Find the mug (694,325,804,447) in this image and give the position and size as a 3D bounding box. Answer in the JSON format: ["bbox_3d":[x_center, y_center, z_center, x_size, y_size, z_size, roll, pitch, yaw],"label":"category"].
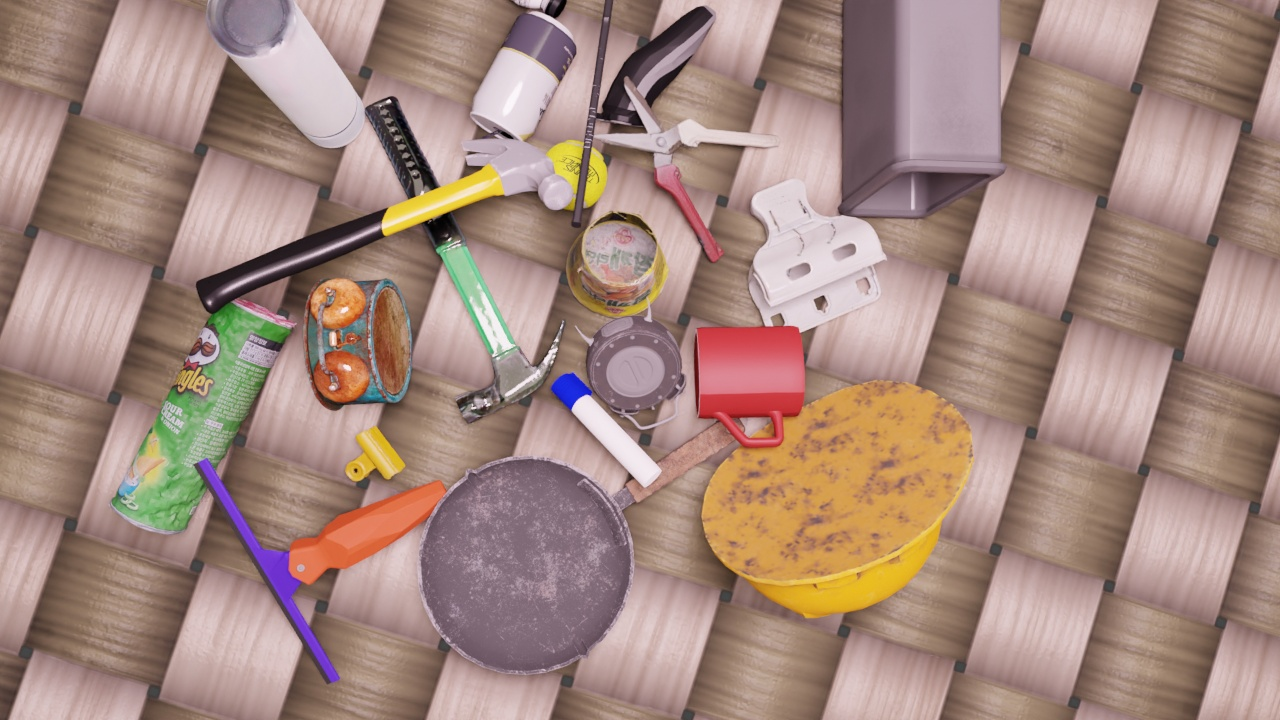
[{"bbox_3d":[0.101,0.026,0.869,0.096,0.080,0.116,-1,67,0],"label":"mug"}]

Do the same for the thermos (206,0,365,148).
[{"bbox_3d":[-0.294,-0.247,0.787,0.068,0.230,0.068,0,86,-3],"label":"thermos"}]

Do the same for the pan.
[{"bbox_3d":[-0.044,0.152,0.891,0.356,0.040,0.207,-32,89,-11],"label":"pan"}]

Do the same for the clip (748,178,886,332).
[{"bbox_3d":[0.163,-0.106,0.890,0.126,0.110,0.151,-22,101,-7],"label":"clip"}]

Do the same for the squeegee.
[{"bbox_3d":[-0.267,0.164,0.859,0.184,0.055,0.249,-27,106,-12],"label":"squeegee"}]

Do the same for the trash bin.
[{"bbox_3d":[0.251,-0.259,0.842,0.097,0.192,0.219,1,87,-4],"label":"trash bin"}]

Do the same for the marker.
[{"bbox_3d":[-0.032,0.065,0.876,0.133,0.023,0.027,45,47,18],"label":"marker"}]

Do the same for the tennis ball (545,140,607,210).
[{"bbox_3d":[-0.065,-0.177,0.882,0.065,0.065,0.065,0,89,-4],"label":"tennis ball"}]

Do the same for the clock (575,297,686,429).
[{"bbox_3d":[-0.005,0.005,0.884,0.091,0.043,0.123,-21,118,4],"label":"clock"}]

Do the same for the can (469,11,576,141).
[{"bbox_3d":[-0.115,-0.265,0.881,0.064,0.064,0.127,28,87,-3],"label":"can"}]

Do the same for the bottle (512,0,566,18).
[{"bbox_3d":[-0.125,-0.376,0.895,0.116,0.041,0.041,34,87,-2],"label":"bottle"}]

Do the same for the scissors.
[{"bbox_3d":[0.056,-0.198,0.893,0.179,0.015,0.199,-32,109,-16],"label":"scissors"}]

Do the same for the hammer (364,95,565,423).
[{"bbox_3d":[-0.181,-0.108,0.891,0.130,0.032,0.318,-27,90,-3],"label":"hammer"}]

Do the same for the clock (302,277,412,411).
[{"bbox_3d":[-0.263,-0.016,0.820,0.073,0.157,0.121,-3,89,3],"label":"clock"}]

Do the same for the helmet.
[{"bbox_3d":[0.189,0.147,0.848,0.255,0.205,0.131,-34,127,-17],"label":"helmet"}]

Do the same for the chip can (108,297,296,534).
[{"bbox_3d":[-0.406,0.050,0.853,0.075,0.075,0.223,28,88,-3],"label":"chip can"}]

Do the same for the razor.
[{"bbox_3d":[0.018,-0.290,0.899,0.060,0.057,0.156,34,87,-34],"label":"razor"}]

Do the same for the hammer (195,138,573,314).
[{"bbox_3d":[-0.229,-0.120,0.811,0.323,0.029,0.127,-25,46,-14],"label":"hammer"}]

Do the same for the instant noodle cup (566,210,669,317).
[{"bbox_3d":[-0.020,-0.095,0.861,0.102,0.108,0.102,0,86,-3],"label":"instant noodle cup"}]

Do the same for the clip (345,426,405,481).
[{"bbox_3d":[-0.260,0.096,0.883,0.048,0.046,0.054,-38,93,-29],"label":"clip"}]

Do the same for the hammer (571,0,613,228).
[{"bbox_3d":[-0.036,-0.276,0.837,0.015,0.095,0.324,8,76,-4],"label":"hammer"}]
